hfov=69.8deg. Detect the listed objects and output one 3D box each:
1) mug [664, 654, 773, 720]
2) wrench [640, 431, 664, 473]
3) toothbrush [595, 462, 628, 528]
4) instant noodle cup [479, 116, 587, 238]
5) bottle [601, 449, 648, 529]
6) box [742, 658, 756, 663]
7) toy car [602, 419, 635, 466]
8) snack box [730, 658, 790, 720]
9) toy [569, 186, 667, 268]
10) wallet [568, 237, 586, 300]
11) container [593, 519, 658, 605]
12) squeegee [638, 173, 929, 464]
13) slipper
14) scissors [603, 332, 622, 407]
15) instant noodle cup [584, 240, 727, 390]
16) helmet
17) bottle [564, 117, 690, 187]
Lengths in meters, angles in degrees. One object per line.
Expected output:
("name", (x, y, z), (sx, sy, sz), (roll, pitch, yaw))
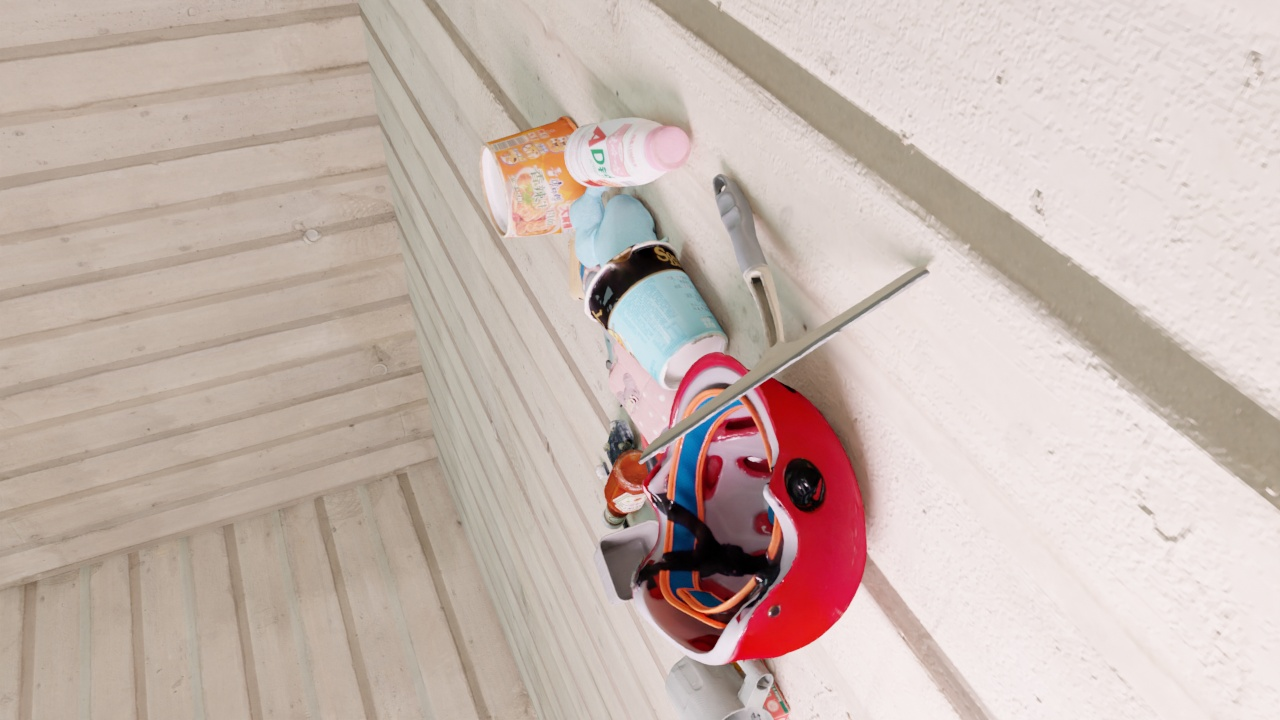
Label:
("mug", (0.089, 0.353, 0.977), (0.103, 0.083, 0.124), (42, 115, 59))
("wrench", (0.039, 0.211, 1.123), (0.016, 0.056, 0.273), (-173, 73, -67))
("toothbrush", (-0.029, 0.237, 1.378), (0.181, 0.018, 0.016), (67, 157, 17))
("instant noodle cup", (-0.134, -0.225, 1.163), (0.151, 0.111, 0.151), (164, 90, -71))
("bottle", (-0.023, 0.184, 1.253), (0.207, 0.059, 0.059), (111, 140, -60))
("box", (0.089, 0.213, 0.931), (0.091, 0.079, 0.168), (164, 91, -70))
("toy car", (-0.026, 0.115, 1.244), (0.091, 0.034, 0.043), (103, 148, -51))
("snack box", (0.115, 0.346, 1.041), (0.077, 0.027, 0.155), (98, 151, -48))
("toy", (-0.027, -0.135, 1.013), (0.157, 0.049, 0.161), (-14, 80, 53))
("wallet", (-0.059, -0.121, 1.154), (0.115, 0.024, 0.087), (3, 100, 62))
("container", (-0.012, 0.281, 1.253), (0.114, 0.090, 0.090), (117, 135, -67))
("squeegee", (0.088, -0.066, 0.717), (0.247, 0.039, 0.246), (-36, 39, 25))
("slipper", (-0.006, 0.006, 1.047), (0.274, 0.054, 0.114), (61, 154, 19))
("scissors", (-0.017, 0.002, 1.156), (0.173, 0.019, 0.170), (-137, 35, -58))
("instant noodle cup", (0.021, -0.038, 0.900), (0.120, 0.111, 0.111), (54, 153, 30))
("helmet", (0.100, 0.122, 0.743), (0.207, 0.143, 0.239), (-17, 63, 62))
("bottle", (-0.013, -0.208, 0.914), (0.197, 0.068, 0.068), (20, 123, 64))
